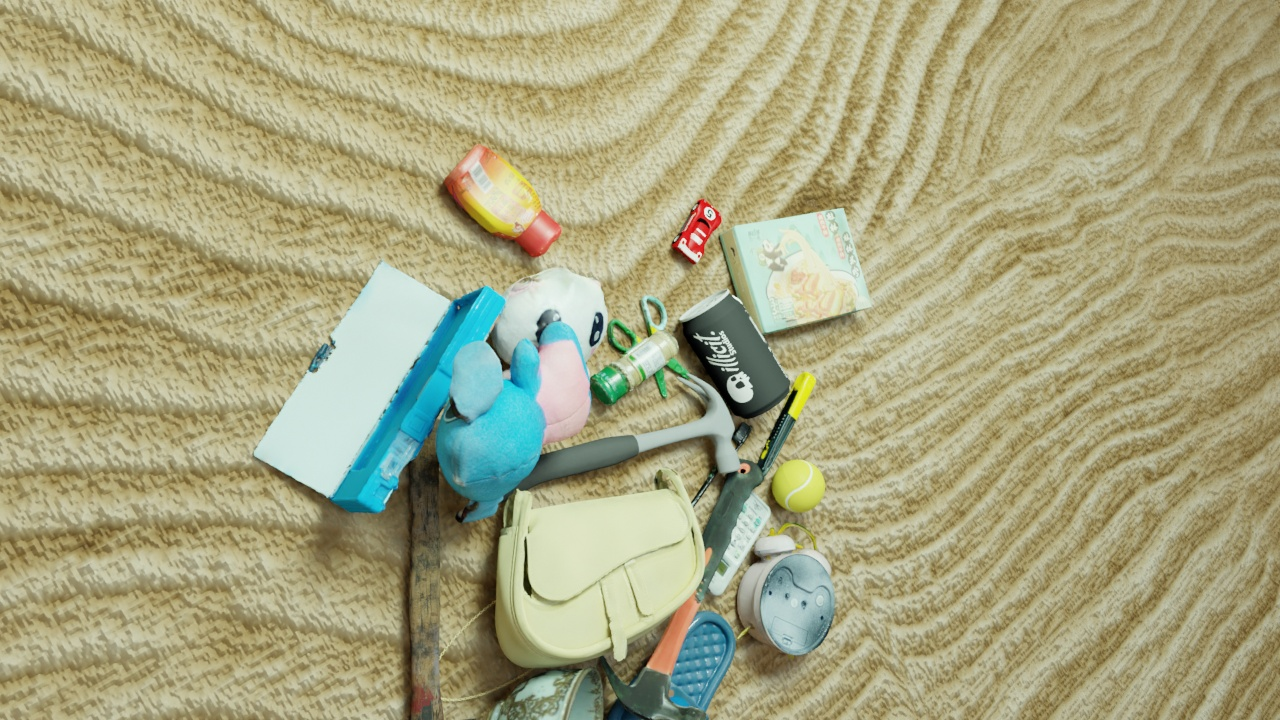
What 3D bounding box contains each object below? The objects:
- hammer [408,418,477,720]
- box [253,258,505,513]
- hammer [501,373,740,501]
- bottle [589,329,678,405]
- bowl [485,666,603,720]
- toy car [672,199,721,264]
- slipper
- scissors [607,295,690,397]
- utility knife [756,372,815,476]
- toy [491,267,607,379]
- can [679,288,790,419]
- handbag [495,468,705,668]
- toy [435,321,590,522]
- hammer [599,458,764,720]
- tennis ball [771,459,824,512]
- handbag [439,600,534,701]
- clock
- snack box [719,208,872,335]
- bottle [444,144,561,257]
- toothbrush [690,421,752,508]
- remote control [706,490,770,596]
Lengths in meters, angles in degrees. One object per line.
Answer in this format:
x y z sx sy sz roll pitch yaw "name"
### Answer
-0.221 0.221 0.905 0.120 0.033 0.330 2 78 -22 "hammer"
-0.250 0.016 0.888 0.113 0.114 0.242 38 64 -24 "box"
-0.027 0.097 1.038 0.310 0.030 0.125 -11 85 -28 "hammer"
-0.006 0.006 1.058 0.109 0.043 0.042 -36 99 -22 "bottle"
-0.101 0.376 0.898 0.094 0.160 0.159 5 74 12 "bowl"
0.073 -0.162 1.152 0.038 0.025 0.089 39 64 -19 "toy car"
0.043 0.375 1.016 0.104 0.059 0.213 51 60 -15 "slipper"
0.020 -0.021 1.104 0.131 0.012 0.112 37 68 -20 "scissors"
0.180 0.087 1.166 0.020 0.029 0.173 37 64 -15 "utility knife"
-0.102 -0.012 0.990 0.138 0.102 0.179 -3 101 -43 "toy"
0.115 -0.007 1.115 0.080 0.080 0.146 -38 100 -30 "can"
-0.038 0.212 0.951 0.232 0.089 0.190 -6 72 -26 "handbag"
-0.121 0.065 0.891 0.099 0.224 0.190 28 42 25 "toy"
0.066 0.246 1.037 0.332 0.133 0.033 -60 149 -33 "hammer"
0.196 0.156 1.140 0.065 0.065 0.065 6 78 -29 "tennis ball"
-0.137 0.289 0.949 0.177 0.027 0.084 -28 94 -27 "handbag"
0.177 0.274 1.109 0.116 0.059 0.157 29 68 -27 "clock"
0.207 -0.117 1.211 0.193 0.044 0.141 -14 86 -31 "snack box"
-0.148 -0.172 1.013 0.134 0.049 0.071 42 63 -17 "bottle"
0.082 0.143 1.108 0.017 0.014 0.187 41 63 -2 "toothbrush"
0.107 0.217 1.103 0.050 0.022 0.133 46 62 -16 "remote control"
